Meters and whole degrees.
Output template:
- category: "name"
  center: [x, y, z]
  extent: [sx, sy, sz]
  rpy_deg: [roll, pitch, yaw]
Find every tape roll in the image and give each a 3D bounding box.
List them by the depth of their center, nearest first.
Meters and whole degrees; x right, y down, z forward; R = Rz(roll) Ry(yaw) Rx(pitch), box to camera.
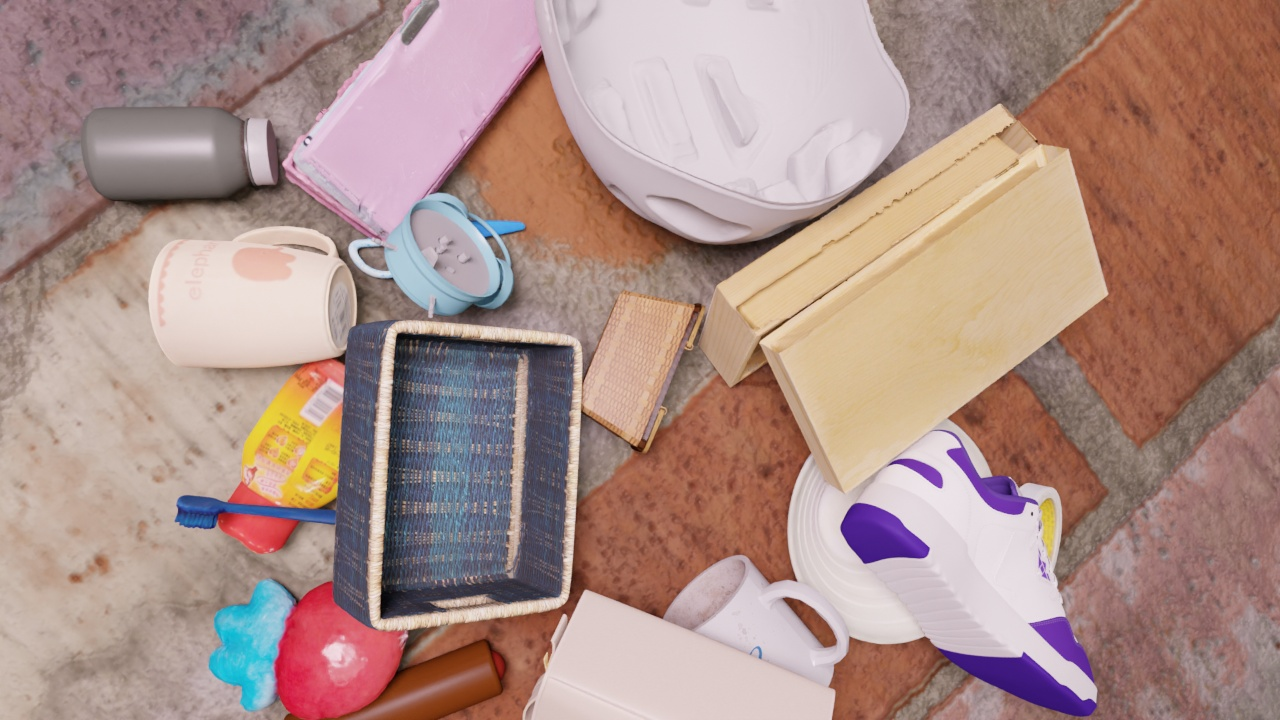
- category: "tape roll"
  center: [0.307, 0.144, 0.723]
  extent: [0.093, 0.019, 0.094]
  rpy_deg: [-10, 104, -47]

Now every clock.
- category: "clock"
  center: [-0.120, -0.071, 0.605]
  extent: [0.042, 0.123, 0.087]
  rpy_deg: [-35, 94, 26]

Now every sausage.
- category: "sausage"
  center: [-0.169, 0.237, 0.635]
  extent: [0.155, 0.040, 0.040]
  rpy_deg: [-18, 93, -12]

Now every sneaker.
- category: "sneaker"
  center: [0.249, 0.146, 0.651]
  extent: [0.244, 0.092, 0.111]
  rpy_deg: [45, 66, -18]

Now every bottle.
- category: "bottle"
  center: [-0.298, -0.136, 0.601]
  extent: [0.108, 0.060, 0.060]
  rpy_deg: [-4, 90, -12]
- category: "bottle"
  center: [-0.228, 0.064, 0.618]
  extent: [0.071, 0.048, 0.134]
  rpy_deg: [35, 82, -14]

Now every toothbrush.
- category: "toothbrush"
  center: [-0.204, 0.107, 0.604]
  extent: [0.189, 0.016, 0.017]
  rpy_deg: [13, 106, -35]

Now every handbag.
- category: "handbag"
  center: [0.013, 0.272, 0.619]
  extent: [0.194, 0.101, 0.198]
  rpy_deg: [21, 127, 7]

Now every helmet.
- category: "helmet"
  center: [0.039, -0.216, 0.610]
  extent: [0.223, 0.184, 0.282]
  rpy_deg: [-27, 101, -26]

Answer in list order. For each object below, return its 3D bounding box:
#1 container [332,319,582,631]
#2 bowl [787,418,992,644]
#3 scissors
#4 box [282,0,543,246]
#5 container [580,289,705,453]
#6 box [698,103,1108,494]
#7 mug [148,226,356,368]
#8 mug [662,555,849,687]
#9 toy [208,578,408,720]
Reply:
- category: "container"
  center: [-0.120, 0.071, 0.606]
  extent: [0.145, 0.071, 0.187]
  rpy_deg: [4, 88, -38]
- category: "bowl"
  center: [0.180, 0.120, 0.699]
  extent: [0.176, 0.058, 0.176]
  rpy_deg: [0, 92, -17]
- category: "scissors"
  center: [-0.148, -0.084, 0.656]
  extent: [0.131, 0.018, 0.109]
  rpy_deg: [33, 85, -9]
- category: "box"
  center: [-0.136, -0.195, 0.620]
  extent: [0.099, 0.080, 0.232]
  rpy_deg: [37, 78, -7]
- category: "container"
  center: [-0.004, 0.004, 0.664]
  extent: [0.061, 0.063, 0.114]
  rpy_deg: [23, 84, -4]
- category: "box"
  center: [0.181, -0.055, 0.642]
  extent: [0.248, 0.142, 0.179]
  rpy_deg: [-35, 58, -11]
- category: "mug"
  center: [-0.241, -0.046, 0.598]
  extent: [0.104, 0.085, 0.111]
  rpy_deg: [3, 48, 1]
- category: "mug"
  center: [0.089, 0.197, 0.655]
  extent: [0.120, 0.082, 0.096]
  rpy_deg: [-35, 99, 34]
- category: "toy"
  center: [-0.222, 0.192, 0.615]
  extent: [0.133, 0.062, 0.092]
  rpy_deg: [0, 62, 5]
